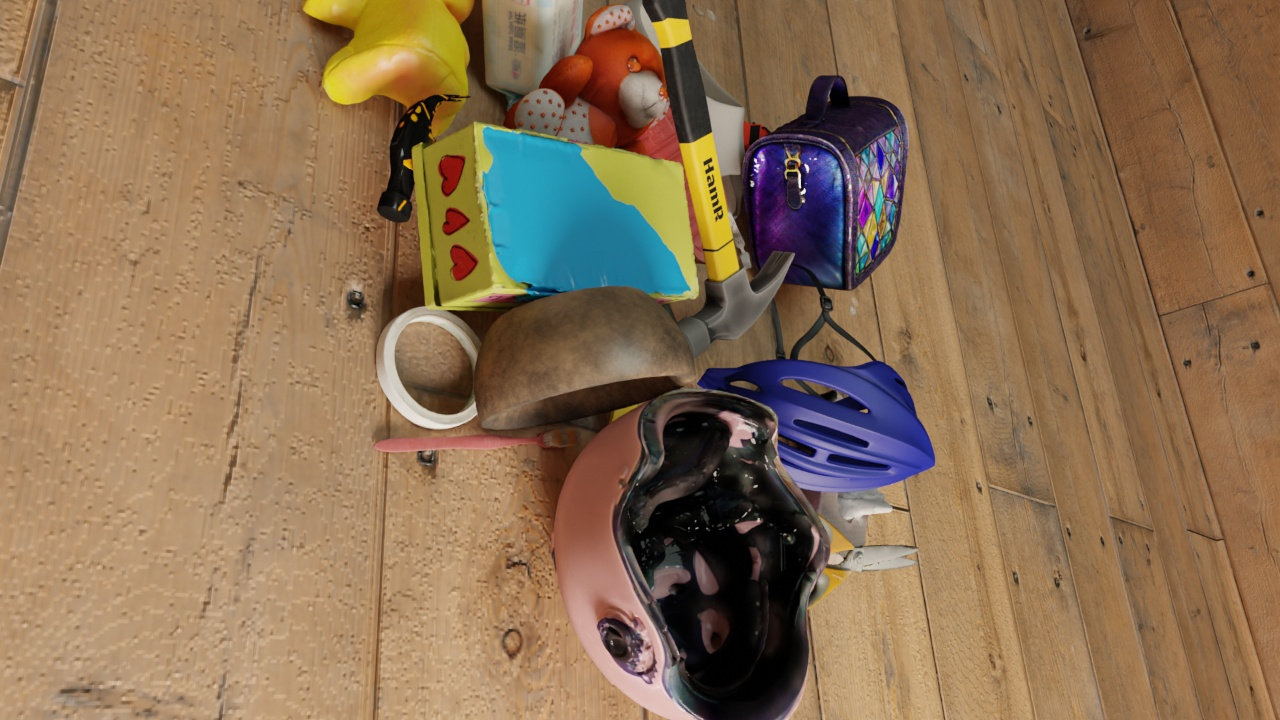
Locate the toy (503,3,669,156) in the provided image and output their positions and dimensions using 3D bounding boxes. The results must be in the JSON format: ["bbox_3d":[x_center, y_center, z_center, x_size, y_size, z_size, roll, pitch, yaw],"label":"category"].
[{"bbox_3d":[-0.036,-0.211,0.801,0.172,0.093,0.164,-52,142,-12],"label":"toy"}]

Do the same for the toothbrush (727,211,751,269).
[{"bbox_3d":[0.103,-0.122,0.955,0.181,0.010,0.010,35,41,-75],"label":"toothbrush"}]

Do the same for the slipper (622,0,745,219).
[{"bbox_3d":[0.061,-0.281,0.996,0.112,0.081,0.266,-17,86,-53],"label":"slipper"}]

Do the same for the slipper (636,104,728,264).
[{"bbox_3d":[0.008,-0.208,0.917,0.103,0.059,0.249,-39,104,-43],"label":"slipper"}]

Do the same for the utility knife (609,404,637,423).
[{"bbox_3d":[-0.005,0.005,0.798,0.030,0.019,0.218,25,75,-50],"label":"utility knife"}]

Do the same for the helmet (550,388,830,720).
[{"bbox_3d":[0.028,0.157,0.701,0.229,0.153,0.255,-27,95,-53],"label":"helmet"}]

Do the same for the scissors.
[{"bbox_3d":[0.205,0.212,0.929,0.227,0.016,0.134,17,84,-32],"label":"scissors"}]

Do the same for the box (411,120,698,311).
[{"bbox_3d":[-0.059,-0.099,0.695,0.220,0.082,0.124,-5,85,-47],"label":"box"}]

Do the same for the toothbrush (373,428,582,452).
[{"bbox_3d":[-0.117,0.061,0.693,0.184,0.016,0.015,3,78,-46],"label":"toothbrush"}]

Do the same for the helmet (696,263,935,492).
[{"bbox_3d":[0.179,0.017,0.915,0.241,0.148,0.227,11,64,-8],"label":"helmet"}]

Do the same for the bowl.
[{"bbox_3d":[-0.045,-0.002,0.673,0.162,0.163,0.070,-2,75,-48],"label":"bowl"}]

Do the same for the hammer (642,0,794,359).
[{"bbox_3d":[0.058,-0.170,0.813,0.169,0.034,0.325,-35,123,-34],"label":"hammer"}]

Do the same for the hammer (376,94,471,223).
[{"bbox_3d":[-0.075,-0.094,0.757,0.320,0.036,0.123,35,58,-43],"label":"hammer"}]

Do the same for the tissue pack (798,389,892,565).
[{"bbox_3d":[0.222,0.127,1.002,0.104,0.071,0.180,43,42,-25],"label":"tissue pack"}]

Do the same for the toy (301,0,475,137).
[{"bbox_3d":[-0.185,-0.282,0.721,0.134,0.088,0.193,20,59,-37],"label":"toy"}]

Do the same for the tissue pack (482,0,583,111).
[{"bbox_3d":[-0.093,-0.318,0.797,0.070,0.182,0.111,15,46,5],"label":"tissue pack"}]

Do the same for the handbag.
[{"bbox_3d":[0.212,-0.207,1.037,0.204,0.126,0.222,-38,130,-49],"label":"handbag"}]

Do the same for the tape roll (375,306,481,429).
[{"bbox_3d":[-0.152,0.005,0.680,0.093,0.013,0.093,22,58,-40],"label":"tape roll"}]

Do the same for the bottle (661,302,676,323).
[{"bbox_3d":[0.012,-0.079,0.887,0.030,0.030,0.113,-22,89,-50],"label":"bottle"}]

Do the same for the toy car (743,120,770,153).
[{"bbox_3d":[0.129,-0.255,1.084,0.100,0.049,0.051,34,50,-33],"label":"toy car"}]
